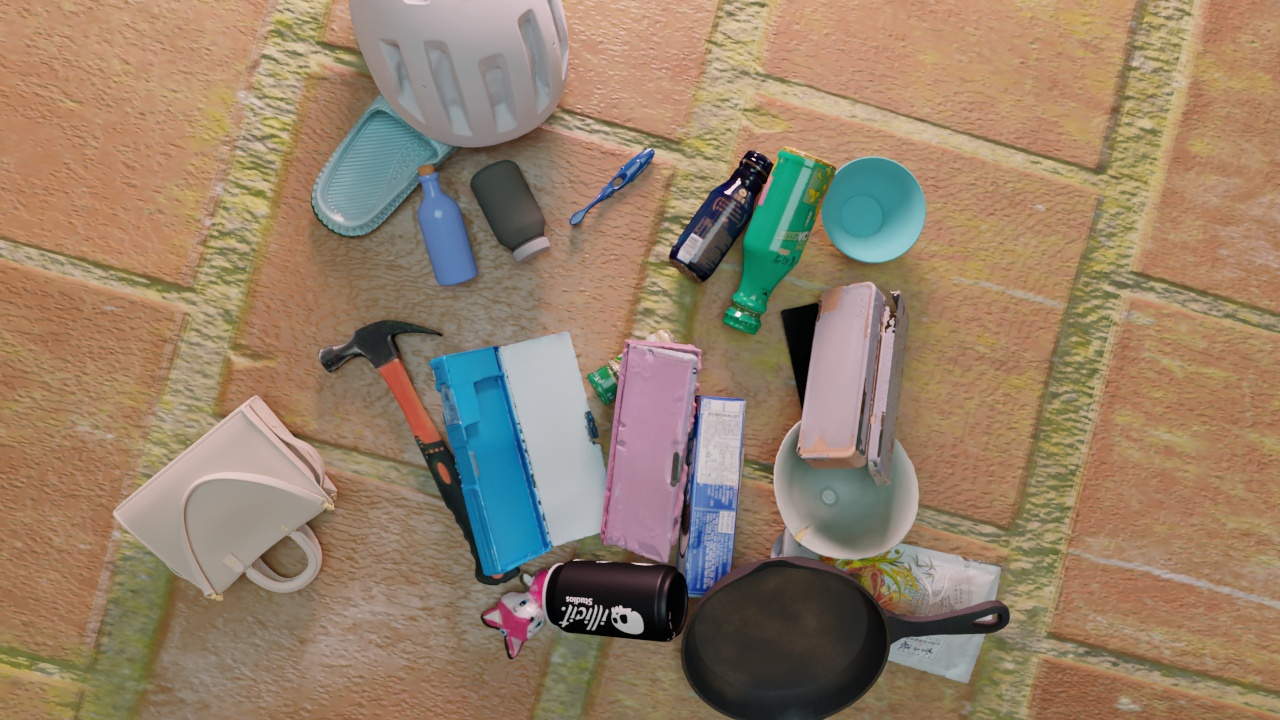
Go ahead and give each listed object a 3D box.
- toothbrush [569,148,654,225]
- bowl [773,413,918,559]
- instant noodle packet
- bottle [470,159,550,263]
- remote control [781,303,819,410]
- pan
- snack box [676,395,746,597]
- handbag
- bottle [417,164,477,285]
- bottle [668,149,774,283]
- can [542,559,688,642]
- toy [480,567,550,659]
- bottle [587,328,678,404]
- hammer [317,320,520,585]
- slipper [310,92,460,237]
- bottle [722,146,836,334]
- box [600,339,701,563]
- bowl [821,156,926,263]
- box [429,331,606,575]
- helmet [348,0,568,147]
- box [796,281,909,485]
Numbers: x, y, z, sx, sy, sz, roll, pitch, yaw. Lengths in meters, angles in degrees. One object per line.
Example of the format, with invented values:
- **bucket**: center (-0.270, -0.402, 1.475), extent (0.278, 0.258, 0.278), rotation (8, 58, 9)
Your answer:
- **toothbrush**: center (-0.033, -0.201, 1.067), extent (0.132, 0.016, 0.021), rotation (-42, 92, -5)
- **bowl**: center (0.222, 0.147, 1.044), extent (0.174, 0.068, 0.174), rotation (4, 68, -10)
- **instant noodle packet**: center (0.277, 0.276, 1.058), extent (0.269, 0.057, 0.147), rotation (15, 96, -5)
- **bottle**: center (-0.145, -0.168, 1.037), extent (0.060, 0.060, 0.108), rotation (-27, 91, -3)
- **remote control**: center (0.201, 0.005, 1.074), extent (0.045, 0.021, 0.140), rotation (-12, 91, -2)
- **pan**: center (0.221, 0.296, 1.013), extent (0.356, 0.043, 0.249), rotation (-9, 116, 4)
- **snack box**: center (0.080, 0.154, 1.047), extent (0.059, 0.059, 0.226), rotation (5, 90, -6)
- **handbag**: center (-0.429, 0.171, 1.010), extent (0.194, 0.101, 0.198), rotation (-39, 103, -3)
- **bottle**: center (-0.220, -0.152, 1.018), extent (0.048, 0.048, 0.131), rotation (-14, 112, -3)
- **bottle**: center (0.096, -0.166, 1.052), extent (0.056, 0.056, 0.160), rotation (35, 88, -2)
- **can**: center (-0.027, 0.262, 1.005), extent (0.146, 0.080, 0.080), rotation (-2, 89, 23)
- **toy**: center (-0.130, 0.283, 1.041), extent (0.102, 0.050, 0.065), rotation (-43, 87, -8)
- **bottle**: center (-0.006, 0.006, 1.052), extent (0.110, 0.043, 0.042), rotation (-33, 91, -3)
- **hammer**: center (-0.232, 0.108, 1.046), extent (0.133, 0.033, 0.333), rotation (-27, 92, -4)
- **slipper**: center (-0.265, -0.255, 1.029), extent (0.116, 0.069, 0.276), rotation (42, 88, 1)
- **bottle**: center (0.151, -0.132, 1.039), extent (0.068, 0.068, 0.210), rotation (21, 101, -3)
- **box**: center (0.019, 0.100, 1.000), extent (0.099, 0.099, 0.233), rotation (6, 98, -20)
- **bowl**: center (0.264, -0.171, 1.066), extent (0.121, 0.046, 0.121), rotation (0, 89, -3)
- **box**: center (-0.135, 0.101, 1.044), extent (0.174, 0.064, 0.243), rotation (-15, 90, -33)
- **helmet**: center (-0.195, -0.371, 0.985), extent (0.224, 0.184, 0.282), rotation (-16, 97, -7)
- **box**: center (0.238, 0.022, 1.027), extent (0.108, 0.095, 0.215), rotation (6, 67, 16)
